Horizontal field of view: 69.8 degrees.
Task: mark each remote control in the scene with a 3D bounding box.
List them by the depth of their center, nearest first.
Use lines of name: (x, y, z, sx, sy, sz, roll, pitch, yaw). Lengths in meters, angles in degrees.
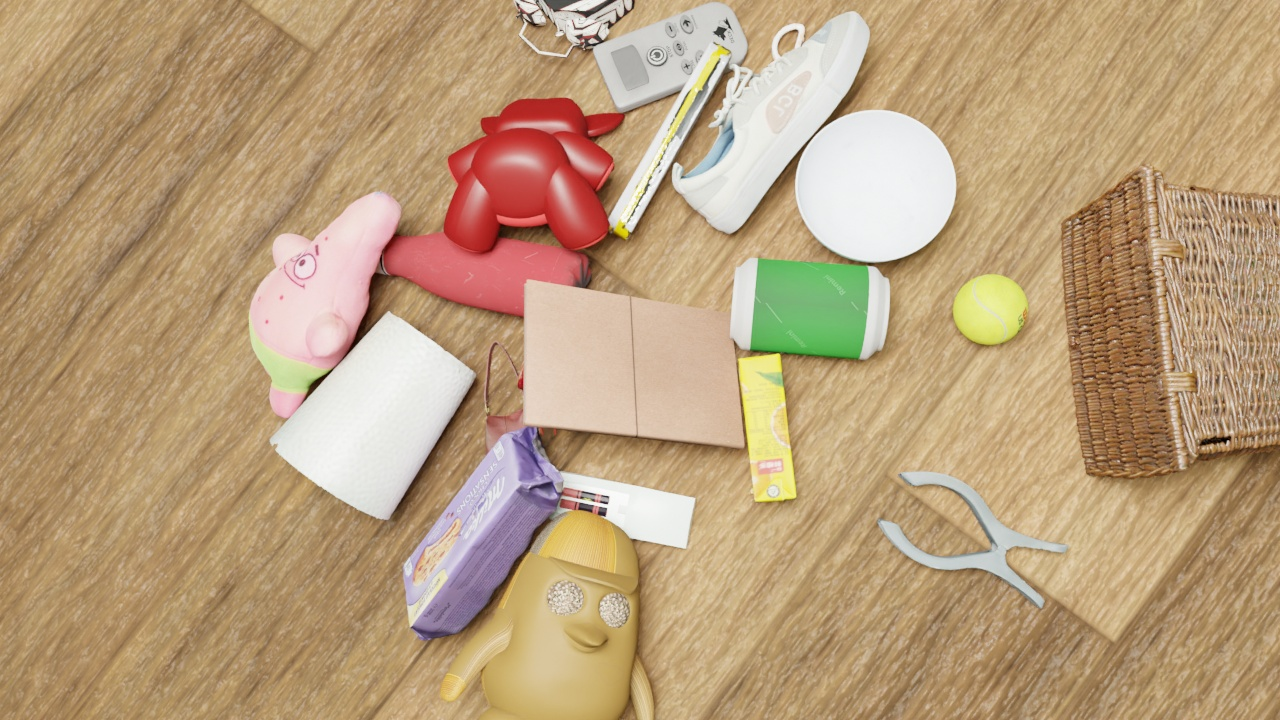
remote control: (-0.021, 0.143, 0.887, 0.143, 0.024, 0.049, 10, 83, 8)
remote control: (0.033, -0.314, 0.941, 0.151, 0.019, 0.074, -22, 80, -2)

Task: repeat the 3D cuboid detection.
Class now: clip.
clip: (0.294, 0.183, 0.845, 0.167, 0.028, 0.127, 28, 88, 10)

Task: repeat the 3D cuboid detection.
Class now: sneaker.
sneaker: (0.120, -0.244, 0.877, 0.090, 0.089, 0.242, 35, 95, -18)

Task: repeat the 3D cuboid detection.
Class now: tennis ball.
tennis ball: (0.325, -0.047, 0.853, 0.065, 0.065, 0.065, -1, 82, 6)

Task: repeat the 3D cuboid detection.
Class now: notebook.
notebook: (-0.005, 0.005, 0.842, 0.209, 0.008, 0.141, 8, 62, -21)

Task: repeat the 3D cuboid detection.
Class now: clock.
clock: (-0.070, -0.386, 0.946, 0.115, 0.065, 0.154, 28, 85, 9)

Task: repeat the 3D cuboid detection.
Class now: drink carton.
drink carton: (0.118, 0.066, 0.865, 0.043, 0.058, 0.134, -7, 82, 7)

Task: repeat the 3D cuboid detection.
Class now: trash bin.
trash bin: (-0.247, 0.048, 0.878, 0.133, 0.133, 0.161, 34, 82, 10)

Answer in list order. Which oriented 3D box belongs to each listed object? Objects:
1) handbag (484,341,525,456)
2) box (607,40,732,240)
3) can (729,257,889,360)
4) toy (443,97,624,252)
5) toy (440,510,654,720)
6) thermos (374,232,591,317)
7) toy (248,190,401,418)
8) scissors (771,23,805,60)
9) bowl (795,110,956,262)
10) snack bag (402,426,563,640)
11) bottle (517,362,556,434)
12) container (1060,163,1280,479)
handbag: (-0.135, 0.038, 0.916, 0.055, 0.029, 0.119, -12, 76, 3)
box: (0.027, -0.213, 0.901, 0.033, 0.064, 0.209, 29, 94, -4)
can: (0.157, -0.049, 0.862, 0.140, 0.088, 0.087, 5, 82, 7)
toy: (-0.100, -0.188, 0.890, 0.158, 0.121, 0.196, -2, 38, 8)
toy: (-0.060, 0.237, 0.817, 0.198, 0.163, 0.203, 19, 76, -20)
thermos: (-0.170, -0.091, 0.912, 0.240, 0.073, 0.073, 11, 83, 13)
toy: (-0.307, -0.064, 0.884, 0.237, 0.096, 0.192, -53, 46, 14)
scissors: (0.145, -0.286, 0.934, 0.133, 0.012, 0.097, -44, 83, 1)
bowl: (0.219, -0.156, 0.876, 0.144, 0.074, 0.144, -1, 82, 6)
snack bag: (-0.144, 0.160, 0.848, 0.058, 0.096, 0.205, 33, 103, -28)
bottle: (-0.057, 0.022, 0.872, 0.111, 0.099, 0.099, 24, 85, 3)
container: (0.493, -0.026, 0.789, 0.183, 0.162, 0.249, -2, 82, 1)
